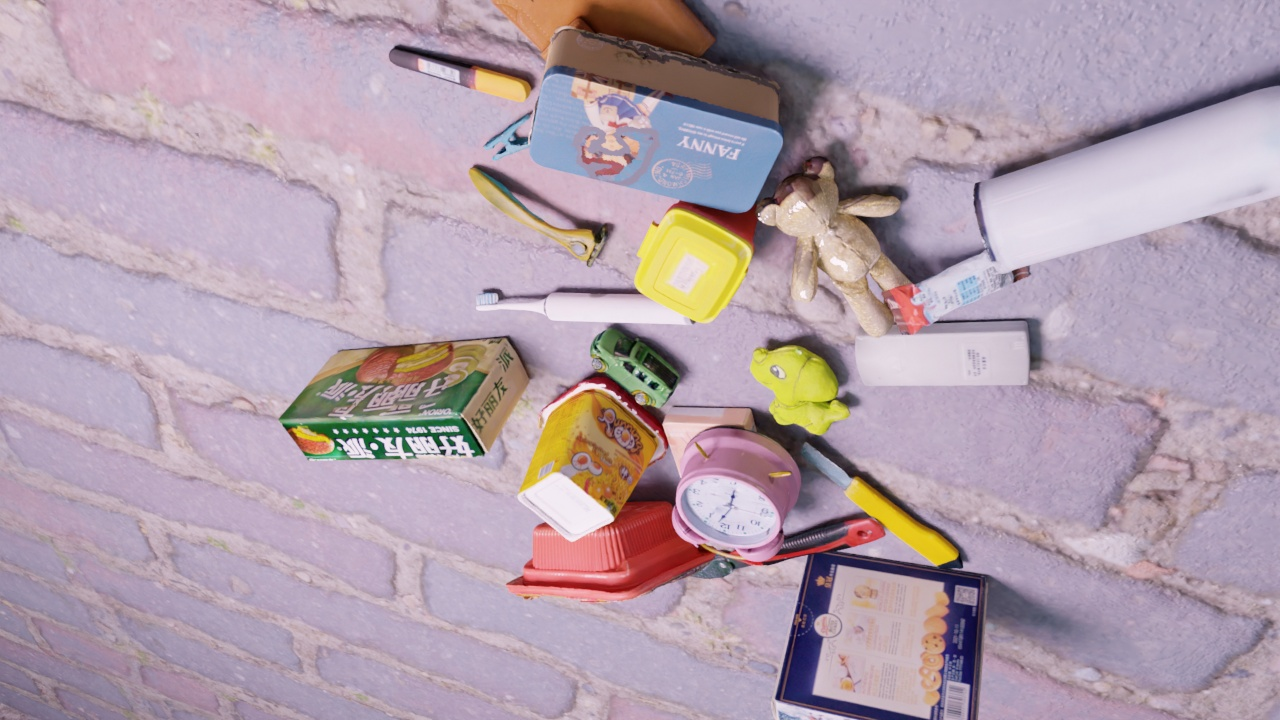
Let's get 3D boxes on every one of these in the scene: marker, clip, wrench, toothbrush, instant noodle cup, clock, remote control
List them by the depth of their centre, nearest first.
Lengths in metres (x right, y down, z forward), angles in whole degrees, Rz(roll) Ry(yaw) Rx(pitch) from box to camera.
[{"bbox_3d":[-0.144,-0.228,0.726,0.124,0.015,0.018,18,133,12],"label":"marker"},{"bbox_3d":[0.245,-0.005,0.749,0.135,0.019,0.056,-1,129,25],"label":"remote control"},{"bbox_3d":[-0.105,-0.181,0.751,0.056,0.014,0.041,-17,121,33],"label":"clip"},{"bbox_3d":[-0.055,-0.049,0.839,0.221,0.026,0.026,3,92,22],"label":"toothbrush"},{"bbox_3d":[0.088,0.138,0.881,0.117,0.059,0.159,14,135,11],"label":"clock"},{"bbox_3d":[-0.052,0.100,0.903,0.116,0.123,0.116,42,133,-15],"label":"instant noodle cup"},{"bbox_3d":[-0.035,0.199,0.972,0.189,0.164,0.079,-10,91,38],"label":"instant noodle cup"},{"bbox_3d":[0.137,0.202,0.980,0.274,0.016,0.056,-20,123,39],"label":"wrench"}]

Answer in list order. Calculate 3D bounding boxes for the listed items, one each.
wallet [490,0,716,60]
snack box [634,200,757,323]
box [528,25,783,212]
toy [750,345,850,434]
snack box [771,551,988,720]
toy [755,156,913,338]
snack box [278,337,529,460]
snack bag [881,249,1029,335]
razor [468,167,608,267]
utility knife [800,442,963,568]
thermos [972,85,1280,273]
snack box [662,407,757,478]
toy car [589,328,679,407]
[{"bbox_3d":[-0.027,-0.242,0.650,0.132,0.031,0.108,44,131,-17],"label":"wallet"},{"bbox_3d":[0.046,-0.090,0.718,0.082,0.079,0.091,27,135,-2],"label":"snack box"},{"bbox_3d":[0.016,-0.166,0.648,0.184,0.060,0.090,13,145,-5],"label":"box"},{"bbox_3d":[0.142,0.024,0.814,0.097,0.031,0.100,16,139,10],"label":"toy"},{"bbox_3d":[0.238,0.281,0.898,0.183,0.177,0.046,5,135,21],"label":"snack box"},{"bbox_3d":[0.156,-0.082,0.698,0.105,0.066,0.157,-41,114,9],"label":"toy"},{"bbox_3d":[-0.242,0.042,0.942,0.240,0.114,0.063,-3,129,27],"label":"snack box"},{"bbox_3d":[0.236,-0.056,0.686,0.104,0.026,0.048,-29,120,6],"label":"snack bag"},{"bbox_3d":[-0.092,-0.127,0.787,0.132,0.028,0.043,31,138,-3],"label":"razor"},{"bbox_3d":[0.234,0.141,0.887,0.216,0.015,0.033,37,135,-14],"label":"utility knife"},{"bbox_3d":[0.334,-0.116,0.578,0.225,0.073,0.073,-16,122,34],"label":"thermos"},{"bbox_3d":[0.083,0.112,0.923,0.085,0.026,0.157,0,129,24],"label":"snack box"},{"bbox_3d":[-0.005,0.005,0.854,0.091,0.043,0.036,35,137,-11],"label":"toy car"}]
